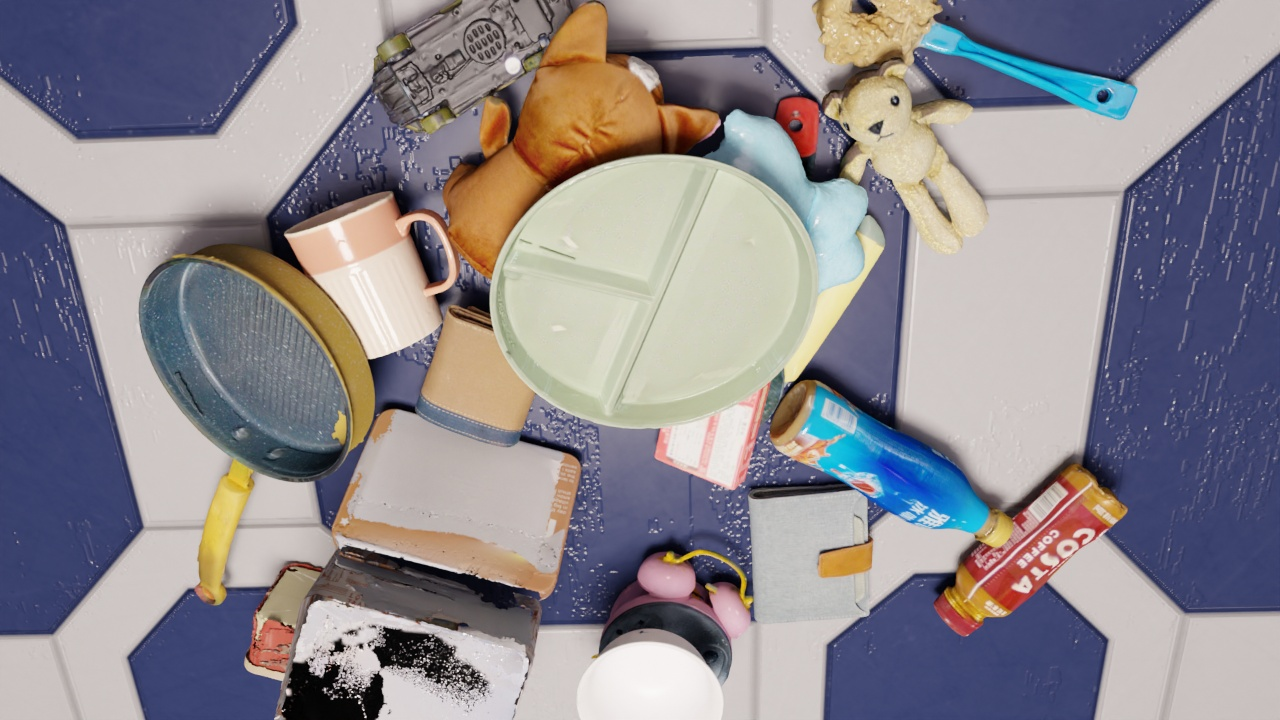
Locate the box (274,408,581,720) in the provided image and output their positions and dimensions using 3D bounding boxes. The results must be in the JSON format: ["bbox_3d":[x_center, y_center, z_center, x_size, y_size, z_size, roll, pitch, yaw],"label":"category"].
[{"bbox_3d":[-0.161,0.178,0.721,0.179,0.134,0.270,16,78,-5],"label":"box"}]

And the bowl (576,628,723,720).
[{"bbox_3d":[0.009,0.263,0.763,0.118,0.064,0.118,1,111,3],"label":"bowl"}]

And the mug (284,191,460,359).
[{"bbox_3d":[-0.192,-0.068,0.693,0.115,0.081,0.106,-16,111,10],"label":"mug"}]

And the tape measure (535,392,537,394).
[{"bbox_3d":[-0.077,-0.004,0.747,0.054,0.025,0.058,-21,110,10],"label":"tape measure"}]

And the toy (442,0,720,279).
[{"bbox_3d":[-0.050,-0.142,0.647,0.140,0.130,0.200,34,128,-16],"label":"toy"}]

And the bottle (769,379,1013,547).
[{"bbox_3d":[0.212,0.092,0.757,0.218,0.065,0.065,29,108,-11],"label":"bottle"}]

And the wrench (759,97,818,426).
[{"bbox_3d":[0.103,-0.066,0.721,0.056,0.016,0.274,13,111,12],"label":"wrench"}]

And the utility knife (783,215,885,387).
[{"bbox_3d":[0.135,-0.023,0.738,0.031,0.021,0.205,29,107,-5],"label":"utility knife"}]

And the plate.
[{"bbox_3d":[0.010,-0.044,0.646,0.230,0.027,0.231,-3,130,-4],"label":"plate"}]

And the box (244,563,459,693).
[{"bbox_3d":[-0.249,0.238,0.807,0.168,0.091,0.076,16,113,-5],"label":"box"}]

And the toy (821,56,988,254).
[{"bbox_3d":[0.197,-0.143,0.667,0.105,0.066,0.157,-28,119,31],"label":"toy"}]

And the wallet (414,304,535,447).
[{"bbox_3d":[-0.125,0.014,0.731,0.090,0.033,0.116,20,129,-7],"label":"wallet"}]

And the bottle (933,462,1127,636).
[{"bbox_3d":[0.328,0.166,0.786,0.057,0.057,0.175,38,107,-12],"label":"bottle"}]

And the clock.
[{"bbox_3d":[0.032,0.234,0.818,0.117,0.059,0.159,30,110,-9],"label":"clock"}]

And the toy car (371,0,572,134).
[{"bbox_3d":[-0.120,-0.220,0.655,0.158,0.042,0.070,-26,108,11],"label":"toy car"}]

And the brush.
[{"bbox_3d":[0.237,-0.223,0.654,0.254,0.045,0.083,16,106,-9],"label":"brush"}]

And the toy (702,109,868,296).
[{"bbox_3d":[0.095,-0.104,0.662,0.156,0.050,0.162,-11,121,-15],"label":"toy"}]

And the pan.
[{"bbox_3d":[-0.324,0.071,0.741,0.198,0.078,0.358,29,129,9],"label":"pan"}]

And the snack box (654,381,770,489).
[{"bbox_3d":[0.063,0.022,0.738,0.075,0.025,0.153,20,112,23],"label":"snack box"}]

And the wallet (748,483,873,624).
[{"bbox_3d":[0.150,0.172,0.803,0.106,0.037,0.130,-4,111,3],"label":"wallet"}]
